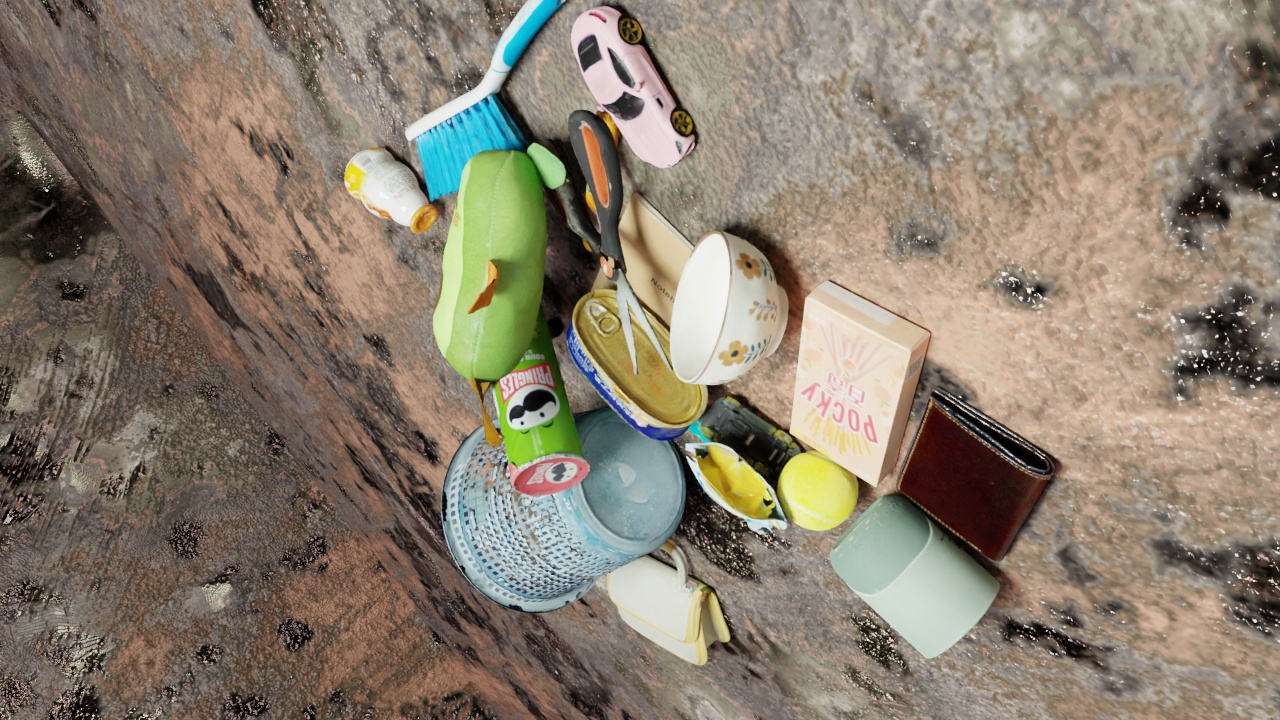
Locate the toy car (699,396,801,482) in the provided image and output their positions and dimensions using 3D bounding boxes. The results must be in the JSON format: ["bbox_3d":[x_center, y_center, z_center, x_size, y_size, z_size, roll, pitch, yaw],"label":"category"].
[{"bbox_3d":[0.095,0.070,0.802,0.091,0.043,0.036,35,174,11],"label":"toy car"}]

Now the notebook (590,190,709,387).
[{"bbox_3d":[0.018,-0.041,0.818,0.148,0.008,0.208,45,151,8],"label":"notebook"}]

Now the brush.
[{"bbox_3d":[-0.122,-0.215,0.768,0.315,0.060,0.109,-3,118,52],"label":"brush"}]

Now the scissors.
[{"bbox_3d":[-0.031,-0.098,0.734,0.221,0.021,0.223,54,155,28],"label":"scissors"}]

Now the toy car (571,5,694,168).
[{"bbox_3d":[-0.008,-0.190,0.650,0.122,0.037,0.056,57,152,-15],"label":"toy car"}]

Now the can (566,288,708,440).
[{"bbox_3d":[-0.005,0.005,0.819,0.148,0.074,0.049,47,155,7],"label":"can"}]

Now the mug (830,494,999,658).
[{"bbox_3d":[0.212,0.166,0.729,0.106,0.082,0.111,42,-178,13],"label":"mug"}]

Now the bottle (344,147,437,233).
[{"bbox_3d":[-0.268,-0.182,0.994,0.108,0.063,0.063,40,150,18],"label":"bottle"}]

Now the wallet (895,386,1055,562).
[{"bbox_3d":[0.233,0.085,0.656,0.096,0.020,0.122,39,151,28],"label":"wallet"}]

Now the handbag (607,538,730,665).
[{"bbox_3d":[0.022,0.285,1.150,0.163,0.063,0.179,17,134,42],"label":"handbag"}]

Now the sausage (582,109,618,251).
[{"bbox_3d":[-0.034,-0.144,0.755,0.021,0.021,0.165,40,149,18],"label":"sausage"}]

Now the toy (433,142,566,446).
[{"bbox_3d":[-0.126,-0.063,0.774,0.227,0.090,0.247,-118,37,-71],"label":"toy"}]

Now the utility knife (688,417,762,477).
[{"bbox_3d":[0.038,0.048,0.870,0.209,0.013,0.029,40,148,23],"label":"utility knife"}]

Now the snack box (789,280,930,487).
[{"bbox_3d":[0.157,0.021,0.678,0.084,0.026,0.157,32,147,29],"label":"snack box"}]

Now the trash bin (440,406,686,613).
[{"bbox_3d":[-0.065,0.143,0.971,0.196,0.225,0.226,-25,103,47],"label":"trash bin"}]

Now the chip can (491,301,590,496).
[{"bbox_3d":[-0.112,0.011,0.880,0.072,0.072,0.235,100,156,-55],"label":"chip can"}]

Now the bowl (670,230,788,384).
[{"bbox_3d":[0.070,-0.034,0.678,0.062,0.113,0.114,11,155,-16],"label":"bowl"}]

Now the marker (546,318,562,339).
[{"bbox_3d":[-0.121,-0.023,1.020,0.022,0.020,0.132,56,151,-8],"label":"marker"}]

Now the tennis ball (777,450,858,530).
[{"bbox_3d":[0.146,0.107,0.755,0.065,0.065,0.066,35,148,25],"label":"tennis ball"}]

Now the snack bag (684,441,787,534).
[{"bbox_3d":[0.083,0.117,0.828,0.110,0.038,0.191,34,172,10],"label":"snack bag"}]
